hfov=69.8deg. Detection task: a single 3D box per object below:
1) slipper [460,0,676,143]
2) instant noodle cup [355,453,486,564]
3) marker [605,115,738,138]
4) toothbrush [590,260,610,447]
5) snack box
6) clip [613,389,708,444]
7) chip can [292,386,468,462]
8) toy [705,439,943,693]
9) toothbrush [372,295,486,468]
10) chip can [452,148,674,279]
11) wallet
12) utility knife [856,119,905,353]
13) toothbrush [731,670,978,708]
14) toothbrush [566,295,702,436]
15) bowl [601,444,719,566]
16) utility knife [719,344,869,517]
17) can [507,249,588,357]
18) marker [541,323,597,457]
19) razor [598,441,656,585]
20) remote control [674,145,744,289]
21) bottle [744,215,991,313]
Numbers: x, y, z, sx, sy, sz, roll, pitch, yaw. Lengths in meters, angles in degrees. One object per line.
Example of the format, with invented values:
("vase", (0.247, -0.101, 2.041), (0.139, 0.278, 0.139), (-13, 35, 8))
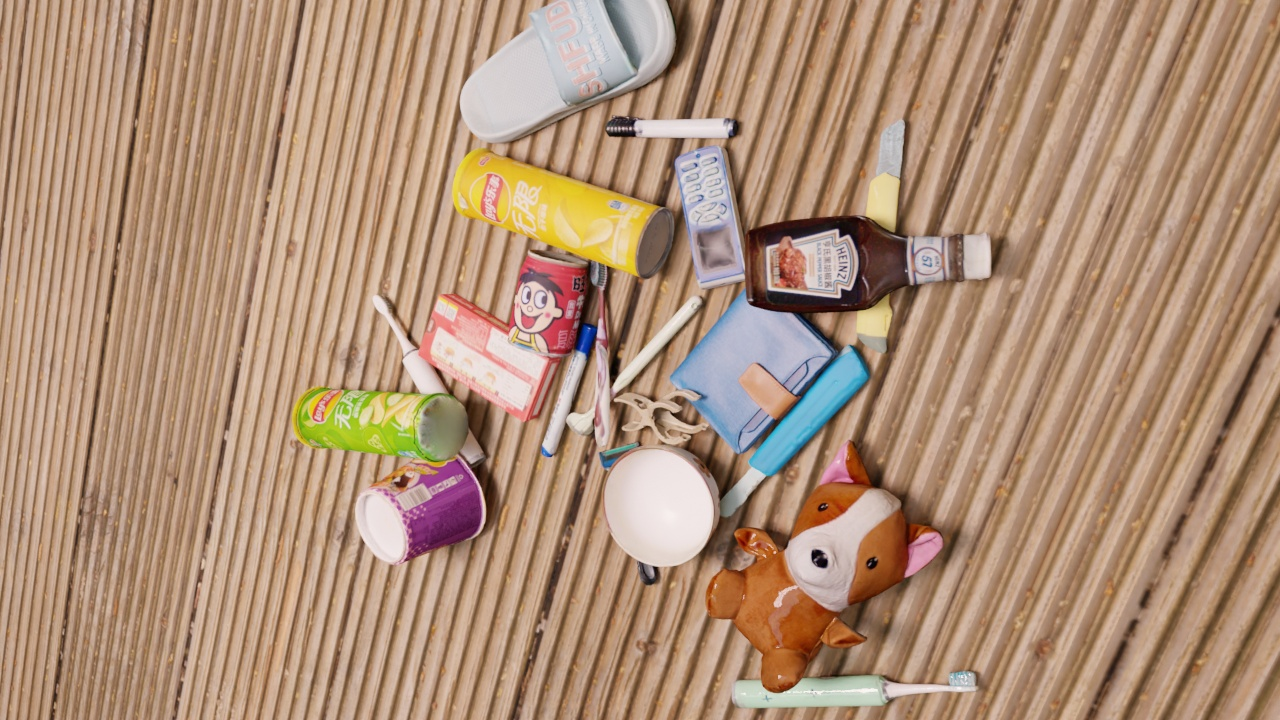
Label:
("slipper", (-0.081, -0.283, 0.865), (0.246, 0.074, 0.104), (-20, 86, 28))
("instant noodle cup", (-0.236, 0.157, 0.964), (0.112, 0.099, 0.112), (16, 117, 35))
("marker", (0.028, -0.217, 0.850), (0.131, 0.018, 0.022), (6, 89, 26))
("toothbrush", (-0.040, -0.009, 0.891), (0.016, 0.017, 0.187), (-3, 86, 31))
("snack box", (-0.161, -0.005, 0.962), (0.153, 0.025, 0.075), (29, 109, 21))
("clip", (0.020, 0.062, 0.863), (0.105, 0.034, 0.081), (-20, 97, 51))
("chip can", (-0.281, 0.067, 0.984), (0.222, 0.072, 0.072), (0, 96, 36))
("toy", (0.150, 0.177, 0.783), (0.200, 0.130, 0.140), (-45, 70, 13))
("toothbrush", (-0.235, 0.019, 1.001), (0.027, 0.026, 0.221), (-35, 80, 14))
("chip can", (-0.076, -0.143, 0.880), (0.213, 0.072, 0.072), (21, 104, 22))
("wallet", (0.099, 0.005, 0.830), (0.106, 0.040, 0.133), (48, 114, 19))
("utility knife", (0.203, -0.103, 0.774), (0.031, 0.020, 0.195), (7, 106, 20))
("toothbrush", (0.187, 0.297, 0.824), (0.225, 0.026, 0.027), (-12, 68, 27))
("toothbrush", (-0.005, 0.005, 0.891), (0.029, 0.020, 0.190), (37, 113, -15))
("bowl", (0.027, 0.130, 0.865), (0.114, 0.062, 0.113), (4, 99, 26))
("utility knife", (0.132, 0.072, 0.830), (0.034, 0.018, 0.207), (46, 112, 19))
("can", (-0.090, -0.057, 0.898), (0.066, 0.066, 0.094), (19, 103, 23))
("marker", (-0.073, 0.032, 0.928), (0.017, 0.016, 0.146), (26, 106, 22))
("razor", (-0.007, 0.153, 0.908), (0.042, 0.022, 0.143), (-15, 93, -17))
("remote control", (0.066, -0.130, 0.836), (0.049, 0.024, 0.125), (-10, 90, 27))
("bottle", (0.185, -0.080, 0.756), (0.195, 0.044, 0.080), (-1, 90, 20))
